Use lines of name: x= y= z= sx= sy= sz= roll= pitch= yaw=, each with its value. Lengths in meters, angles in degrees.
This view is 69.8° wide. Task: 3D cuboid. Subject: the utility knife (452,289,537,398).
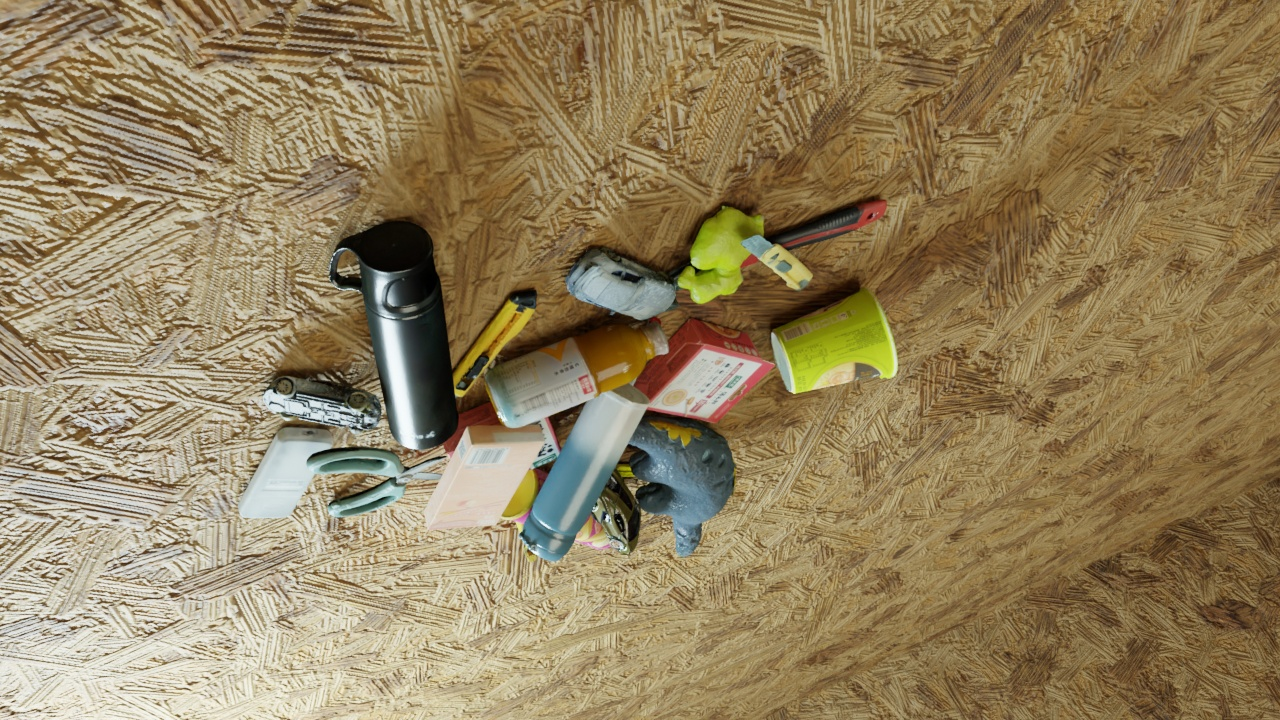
utility knife: x=-0.164 y=0.006 z=0.919 sx=0.033 sy=0.015 sz=0.217 roll=13 pitch=131 yaw=-40

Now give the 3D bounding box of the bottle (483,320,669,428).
bottle: x=-0.063 y=0.009 z=0.944 sx=0.189 sy=0.068 sz=0.068 roll=-22 pitch=146 yaw=-8

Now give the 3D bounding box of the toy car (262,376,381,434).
toy car: x=-0.292 y=0.038 z=0.846 sx=0.105 sy=0.031 sz=0.049 roll=12 pitch=142 yaw=-10

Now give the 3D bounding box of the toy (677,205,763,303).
toy: x=0.079 y=-0.104 z=0.905 sx=0.096 sy=0.031 sz=0.100 roll=-20 pitch=130 yaw=-13

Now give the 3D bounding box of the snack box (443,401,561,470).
snack box: x=-0.150 y=0.095 z=1.023 sx=0.113 sy=0.044 sz=0.127 roll=-23 pitch=147 yaw=-6

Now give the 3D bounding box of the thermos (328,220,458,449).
thermos: x=-0.216 y=-0.018 z=0.820 sx=0.090 sy=0.068 sz=0.243 roll=10 pitch=140 yaw=3

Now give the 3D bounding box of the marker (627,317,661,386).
marker: x=-0.006 y=0.006 z=1.026 sx=0.017 sy=0.017 sz=0.146 roll=-6 pitch=142 yaw=-28

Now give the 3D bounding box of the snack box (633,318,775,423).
snack box: x=0.073 y=0.014 z=1.066 sx=0.127 sy=0.044 sz=0.113 roll=14 pitch=129 yaw=-43

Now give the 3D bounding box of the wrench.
wrench: x=0.135 y=-0.114 z=0.958 sx=0.273 sy=0.016 sz=0.056 roll=-22 pitch=150 yaw=-6

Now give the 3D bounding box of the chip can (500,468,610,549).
chip can: x=-0.101 y=0.186 z=1.157 sx=0.071 sy=0.071 sz=0.210 roll=-36 pitch=146 yaw=13

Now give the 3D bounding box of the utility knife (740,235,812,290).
utility knife: x=0.144 y=-0.102 z=0.953 sx=0.031 sy=0.021 sz=0.204 roll=-39 pitch=153 yaw=15

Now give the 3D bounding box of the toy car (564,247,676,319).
toy car: x=-0.017 y=-0.070 z=0.891 sx=0.120 sy=0.036 sz=0.054 roll=16 pitch=128 yaw=-39

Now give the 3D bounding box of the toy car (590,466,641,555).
toy car: x=-0.033 y=0.183 z=1.166 sx=0.042 sy=0.070 sz=0.158 roll=-9 pitch=131 yaw=25

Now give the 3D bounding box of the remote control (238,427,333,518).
remote control: x=-0.360 y=0.115 z=0.929 sx=0.055 sy=0.020 sz=0.136 roll=7 pitch=134 yaw=-41

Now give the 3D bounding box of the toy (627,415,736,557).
toy: x=0.056 y=0.151 z=1.192 sx=0.138 sy=0.091 sz=0.357 roll=-25 pitch=140 yaw=-4

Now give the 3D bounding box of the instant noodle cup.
instant noodle cup: x=0.223 y=-0.016 z=1.081 sx=0.123 sy=0.111 sz=0.112 roll=-18 pitch=146 yaw=1

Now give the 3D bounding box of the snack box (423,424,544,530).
snack box: x=-0.170 y=0.127 z=0.988 sx=0.084 sy=0.026 sz=0.158 roll=2 pitch=138 yaw=-34

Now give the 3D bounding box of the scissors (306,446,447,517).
scissors: x=-0.293 y=0.129 z=0.965 sx=0.170 sy=0.019 sz=0.171 roll=-32 pitch=152 yaw=30

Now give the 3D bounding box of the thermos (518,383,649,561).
thermos: x=-0.066 y=0.124 z=1.028 sx=0.070 sy=0.070 sz=0.221 roll=13 pitch=110 yaw=-44

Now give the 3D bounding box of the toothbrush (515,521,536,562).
toothbrush: x=-0.156 y=0.223 z=1.218 sx=0.015 sy=0.016 sz=0.190 roll=-19 pitch=146 yaw=-12

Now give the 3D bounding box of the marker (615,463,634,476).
marker: x=0.008 y=0.149 z=1.232 sx=0.124 sy=0.015 sz=0.018 roll=9 pitch=132 yaw=-44
